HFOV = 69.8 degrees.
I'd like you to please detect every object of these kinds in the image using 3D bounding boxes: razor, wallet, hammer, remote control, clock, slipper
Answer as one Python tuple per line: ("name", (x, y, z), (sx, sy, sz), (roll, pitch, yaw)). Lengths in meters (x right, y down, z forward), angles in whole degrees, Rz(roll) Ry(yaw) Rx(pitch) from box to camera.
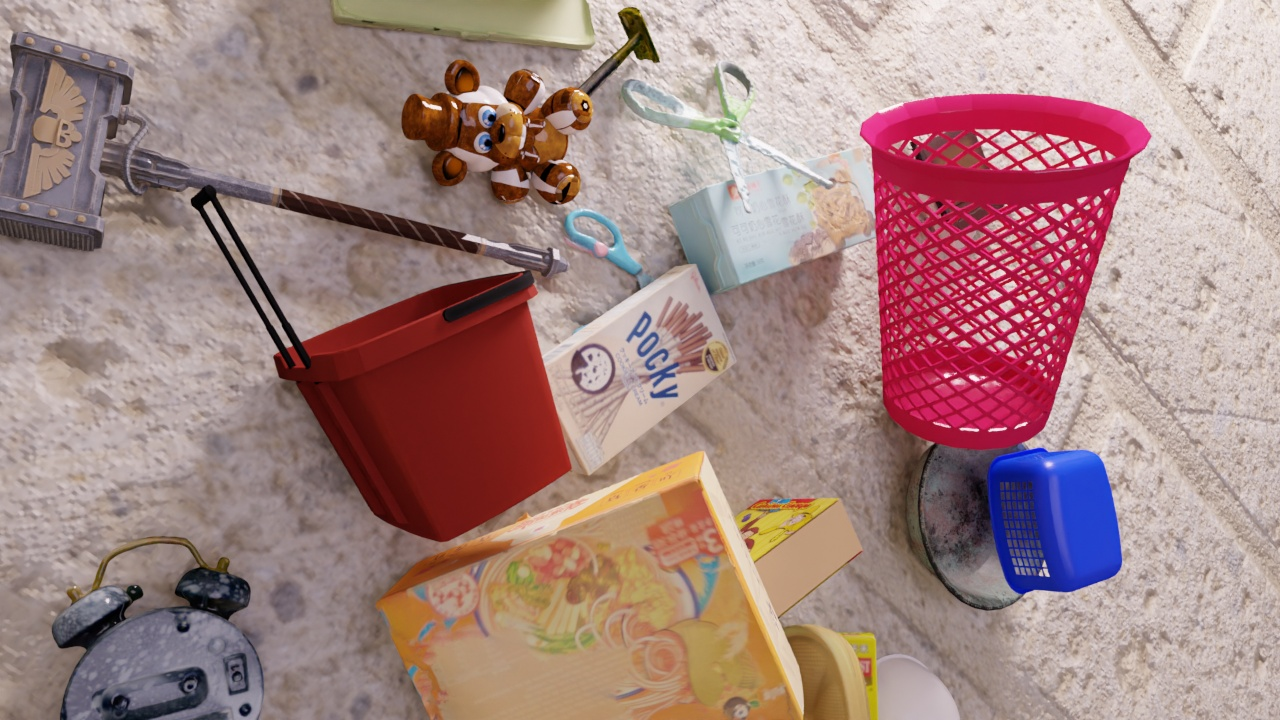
("razor", (-0.030, -0.202, 0.656), (0.105, 0.026, 0.042), (-49, 141, -16))
("wallet", (0.282, -0.162, 0.813), (0.115, 0.018, 0.091), (-31, 97, -47))
("hammer", (-0.187, -0.090, 0.541), (0.321, 0.044, 0.098), (11, 77, -30))
("remote control", (0.261, -0.157, 0.821), (0.038, 0.018, 0.125), (-40, 103, -29))
("clock", (-0.241, 0.154, 0.463), (0.090, 0.052, 0.129), (-6, 86, -30))
("slipper", (0.104, 0.311, 0.608), (0.078, 0.100, 0.263), (13, 71, -38))

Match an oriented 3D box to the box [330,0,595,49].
("box", (-0.110, -0.265, 0.607), (0.187, 0.089, 0.077), (-5, 54, -30))

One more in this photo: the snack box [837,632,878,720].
("snack box", (0.154, 0.276, 0.674), (0.040, 0.029, 0.148), (-1, 80, 8))

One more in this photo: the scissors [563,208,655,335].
("scissors", (-0.007, -0.044, 0.653), (0.136, 0.015, 0.125), (29, 68, -20))

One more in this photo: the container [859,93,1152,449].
("container", (0.252, -0.062, 0.682), (0.182, 0.183, 0.226), (-24, 125, -31))

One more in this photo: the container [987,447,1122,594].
("container", (0.342, 0.130, 0.750), (0.096, 0.058, 0.114), (-6, 85, -30))

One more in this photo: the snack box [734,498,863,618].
("snack box", (0.073, 0.142, 0.623), (0.125, 0.088, 0.040), (-28, 96, -30))

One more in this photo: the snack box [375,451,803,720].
("snack box", (-0.026, 0.153, 0.524), (0.195, 0.080, 0.145), (-23, 95, 11))

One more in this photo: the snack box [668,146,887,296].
("snack box", (0.110, -0.108, 0.704), (0.174, 0.053, 0.075), (-20, 91, -34))

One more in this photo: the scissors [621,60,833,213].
("scissors", (0.060, -0.168, 0.676), (0.168, 0.023, 0.171), (11, 48, -17))

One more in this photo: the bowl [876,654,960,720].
("bowl", (0.213, 0.287, 0.709), (0.109, 0.041, 0.110), (5, 80, -29))

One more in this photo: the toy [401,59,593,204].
("toy", (-0.093, -0.146, 0.590), (0.112, 0.067, 0.087), (0, 106, -42))

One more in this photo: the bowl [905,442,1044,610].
("bowl", (0.277, 0.127, 0.772), (0.157, 0.039, 0.157), (5, 80, -29))

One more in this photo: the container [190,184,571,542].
("container", (-0.133, -0.014, 0.497), (0.126, 0.148, 0.201), (-28, 105, -31))

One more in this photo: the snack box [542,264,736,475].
("snack box", (-0.004, 0.004, 0.631), (0.149, 0.026, 0.082), (-36, 110, -28))
